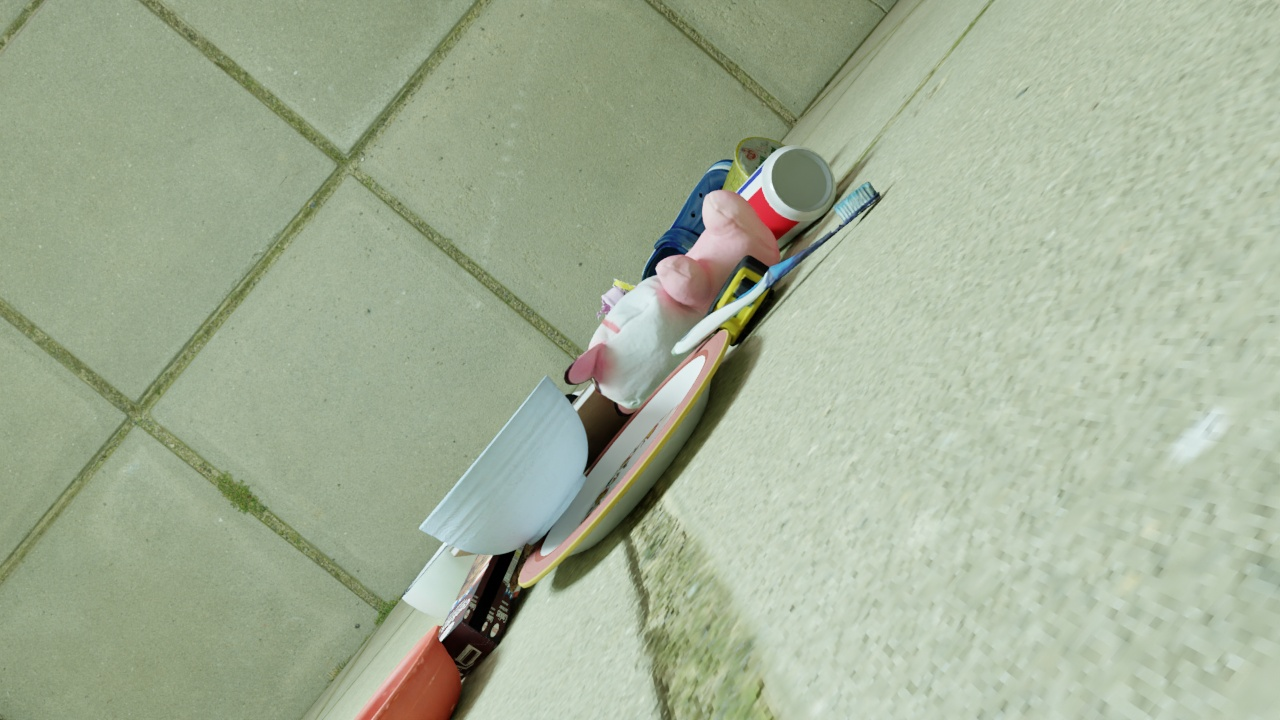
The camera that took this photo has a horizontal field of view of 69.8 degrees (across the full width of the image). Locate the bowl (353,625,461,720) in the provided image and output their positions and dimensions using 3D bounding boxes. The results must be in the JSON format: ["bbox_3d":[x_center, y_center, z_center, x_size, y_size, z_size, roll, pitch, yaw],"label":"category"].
[{"bbox_3d":[-0.163,0.246,0.621,0.130,0.045,0.130,-50,4,4],"label":"bowl"}]

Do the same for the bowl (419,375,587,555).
[{"bbox_3d":[-0.090,0.091,0.697,0.150,0.075,0.150,-50,5,5],"label":"bowl"}]

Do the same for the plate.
[{"bbox_3d":[-0.006,0.072,0.653,0.230,0.021,0.229,-50,4,4],"label":"plate"}]

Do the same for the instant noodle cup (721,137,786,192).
[{"bbox_3d":[0.133,-0.185,1.059,0.102,0.102,0.108,-54,-4,-43],"label":"instant noodle cup"}]

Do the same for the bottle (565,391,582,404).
[{"bbox_3d":[-0.055,0.055,0.939,0.041,0.041,0.116,-50,-19,0],"label":"bottle"}]

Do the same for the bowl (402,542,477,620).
[{"bbox_3d":[-0.197,0.230,0.996,0.116,0.065,0.116,-50,4,4],"label":"bowl"}]

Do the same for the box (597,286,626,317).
[{"bbox_3d":[-0.031,-0.007,1.081,0.103,0.101,0.201,-44,-4,-4],"label":"box"}]

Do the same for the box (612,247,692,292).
[{"bbox_3d":[0.034,-0.103,1.121,0.084,0.080,0.210,-62,-9,6],"label":"box"}]

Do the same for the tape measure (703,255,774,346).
[{"bbox_3d":[0.081,-0.048,0.716,0.063,0.038,0.067,-58,-1,16],"label":"tape measure"}]

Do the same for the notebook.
[{"bbox_3d":[-0.086,0.110,0.902,0.209,0.008,0.141,-50,-20,7],"label":"notebook"}]

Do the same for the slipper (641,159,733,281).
[{"bbox_3d":[0.080,-0.153,1.242,0.254,0.105,0.095,-52,3,43],"label":"slipper"}]

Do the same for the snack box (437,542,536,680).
[{"bbox_3d":[-0.119,0.181,0.731,0.051,0.032,0.140,-48,10,27],"label":"snack box"}]

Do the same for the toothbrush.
[{"bbox_3d":[0.091,-0.062,0.657,0.189,0.017,0.016,-39,2,22],"label":"toothbrush"}]

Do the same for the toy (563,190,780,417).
[{"bbox_3d":[0.032,-0.041,0.797,0.213,0.084,0.142,-46,-18,4],"label":"toy"}]

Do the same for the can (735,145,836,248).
[{"bbox_3d":[0.125,-0.144,0.859,0.070,0.070,0.132,-51,4,-17],"label":"can"}]
